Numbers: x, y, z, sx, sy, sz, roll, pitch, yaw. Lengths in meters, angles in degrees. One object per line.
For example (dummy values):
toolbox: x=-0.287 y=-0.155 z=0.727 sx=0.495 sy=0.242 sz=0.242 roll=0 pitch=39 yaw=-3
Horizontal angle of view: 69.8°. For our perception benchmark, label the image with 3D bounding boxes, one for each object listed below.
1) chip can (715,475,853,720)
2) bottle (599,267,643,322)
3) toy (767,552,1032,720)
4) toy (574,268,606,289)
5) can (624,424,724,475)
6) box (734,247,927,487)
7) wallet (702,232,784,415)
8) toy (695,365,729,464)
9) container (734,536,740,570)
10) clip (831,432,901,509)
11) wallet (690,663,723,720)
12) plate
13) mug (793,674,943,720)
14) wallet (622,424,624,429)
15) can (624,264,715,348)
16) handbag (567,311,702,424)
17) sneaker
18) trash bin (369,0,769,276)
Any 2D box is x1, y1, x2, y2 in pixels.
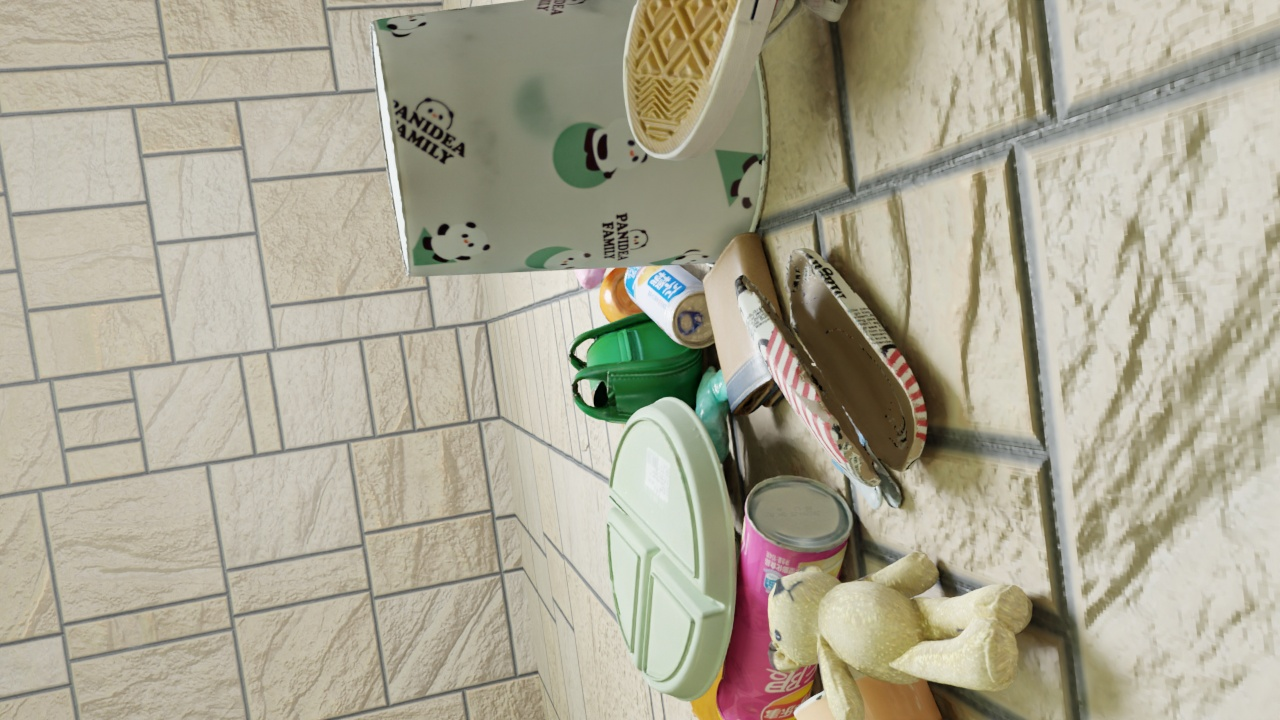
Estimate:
chip can: x=0.096 y=0.181 z=0.644 sx=0.071 sy=0.071 sz=0.211 roll=-117 pitch=23 yaw=-51
bottle: x=-0.014 y=-0.059 z=0.953 sx=0.149 sy=0.066 sz=0.066 roll=147 pitch=114 yaw=-82
toy: x=0.125 y=0.135 z=0.468 sx=0.158 sy=0.066 sz=0.105 roll=-17 pitch=37 yaw=55
toy: x=-0.035 y=-0.162 z=0.937 sx=0.194 sy=0.074 sz=0.178 roll=-112 pitch=38 yaw=-79
can: x=0.031 y=0.090 z=0.828 sx=0.148 sy=0.074 sz=0.049 roll=-115 pitch=11 yaw=-46
box: x=0.118 y=-0.003 z=0.531 sx=0.075 sy=0.082 sz=0.163 roll=49 pitch=-170 yaw=-42
wallet: x=0.078 y=-0.025 z=0.679 sx=0.090 sy=0.033 sz=0.115 roll=122 pitch=138 yaw=-64
toy: x=0.062 y=0.044 z=0.753 sx=0.097 sy=0.030 sz=0.091 roll=154 pitch=128 yaw=-63
container: x=0.033 y=0.178 z=0.857 sx=0.111 sy=0.090 sz=0.090 roll=-122 pitch=28 yaw=-64
clip: x=0.135 y=0.066 z=0.545 sx=0.058 sy=0.038 sz=0.026 roll=-117 pitch=25 yaw=-54
wallet: x=0.073 y=0.322 z=0.883 sx=0.131 sy=0.035 sz=0.119 roll=-173 pitch=75 yaw=-76
plate: x=0.014 y=0.143 z=0.707 sx=0.230 sy=0.027 sz=0.230 roll=179 pitch=90 yaw=-70
mug: x=0.144 y=0.237 z=0.500 sx=0.078 sy=0.078 sz=0.122 roll=104 pitch=150 yaw=-55
wallet: x=0.007 y=0.054 z=0.986 sx=0.132 sy=0.031 sz=0.108 roll=163 pitch=97 yaw=-72
can: x=0.029 y=-0.054 z=0.800 sx=0.134 sy=0.053 sz=0.053 roll=-131 pitch=35 yaw=-64
handbag: x=-0.005 y=0.005 z=0.822 sx=0.131 sy=0.120 sz=0.068 roll=-107 pitch=13 yaw=-66
sneaker: x=0.064 y=-0.226 z=0.514 sx=0.118 sy=0.087 sz=0.241 roll=30 pitch=109 yaw=44
trash bin: x=-0.064 y=-0.168 z=0.699 sx=0.230 sy=0.251 sz=0.229 roll=170 pitch=91 yaw=-75
